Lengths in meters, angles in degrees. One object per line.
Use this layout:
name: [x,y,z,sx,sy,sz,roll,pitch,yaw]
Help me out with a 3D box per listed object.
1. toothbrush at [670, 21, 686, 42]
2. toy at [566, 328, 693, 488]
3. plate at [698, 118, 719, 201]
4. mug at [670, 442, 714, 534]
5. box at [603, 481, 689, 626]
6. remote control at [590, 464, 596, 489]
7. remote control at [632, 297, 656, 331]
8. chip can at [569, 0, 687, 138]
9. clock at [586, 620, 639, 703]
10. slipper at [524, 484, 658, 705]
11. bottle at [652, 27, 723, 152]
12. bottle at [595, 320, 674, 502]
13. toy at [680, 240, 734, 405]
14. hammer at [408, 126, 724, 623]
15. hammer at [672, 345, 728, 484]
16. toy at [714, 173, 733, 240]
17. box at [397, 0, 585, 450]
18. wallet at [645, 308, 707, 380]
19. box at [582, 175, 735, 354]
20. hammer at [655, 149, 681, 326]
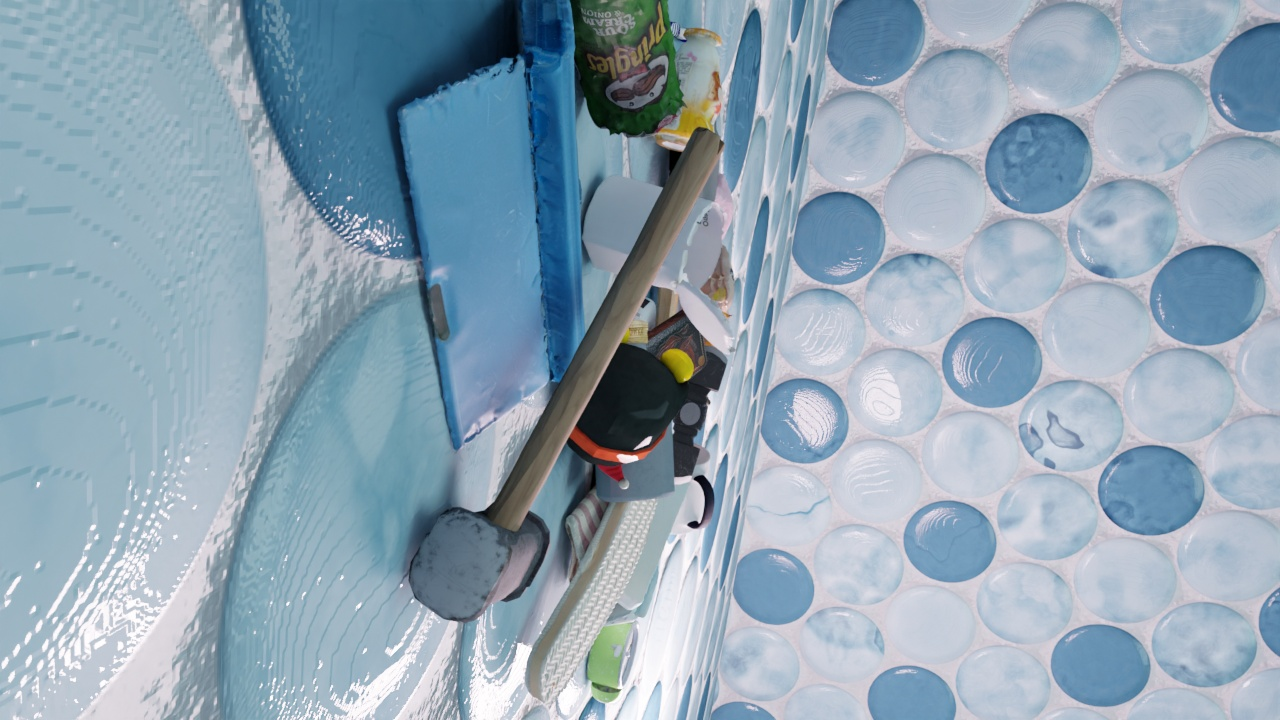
toothbrush: [0.029,-0.305,0.846,0.186,0.016,0.015,-43,142,-69]
toy: [-0.023,0.041,0.759,0.119,0.097,0.099,-59,-174,48]
plate: [0.068,-0.185,0.974,0.178,0.012,0.178,10,89,-79]
mug: [0.054,0.166,1.161,0.078,0.112,0.097,-7,114,-34]
box: [-0.010,0.211,1.055,0.096,0.086,0.198,-46,-171,42]
remote control: [-0.041,0.135,0.924,0.034,0.013,0.150,-28,128,-74]
remote control: [-0.006,0.005,0.940,0.060,0.025,0.139,-48,145,-67]
chip can: [-0.019,-0.229,0.567,0.223,0.075,0.075,66,37,-68]
clock: [-0.031,0.346,1.082,0.094,0.042,0.119,-62,159,-49]
slipper: [-0.048,0.191,0.858,0.115,0.052,0.262,84,27,-43]
bottle: [0.047,-0.252,0.857,0.063,0.063,0.108,-6,109,-77]
bottle: [-0.007,0.045,0.837,0.046,0.072,0.161,-6,-94,60]
toy: [0.086,-0.039,1.117,0.264,0.065,0.196,147,-63,-86]
hammer: [-0.035,0.009,0.558,0.328,0.052,0.098,-61,167,1]
hammer: [0.061,0.069,1.128,0.322,0.043,0.156,56,51,-85]
toy: [0.088,-0.182,1.134,0.093,0.050,0.102,92,19,-48]
box: [-0.064,-0.074,0.538,0.172,0.066,0.232,-65,162,-45]
wallet: [0.016,0.003,0.911,0.122,0.019,0.072,-36,129,-34]
box: [0.024,-0.076,0.716,0.118,0.160,0.085,-60,154,-27]
hammer: [0.032,-0.085,1.007,0.131,0.039,0.329,-50,148,-68]
